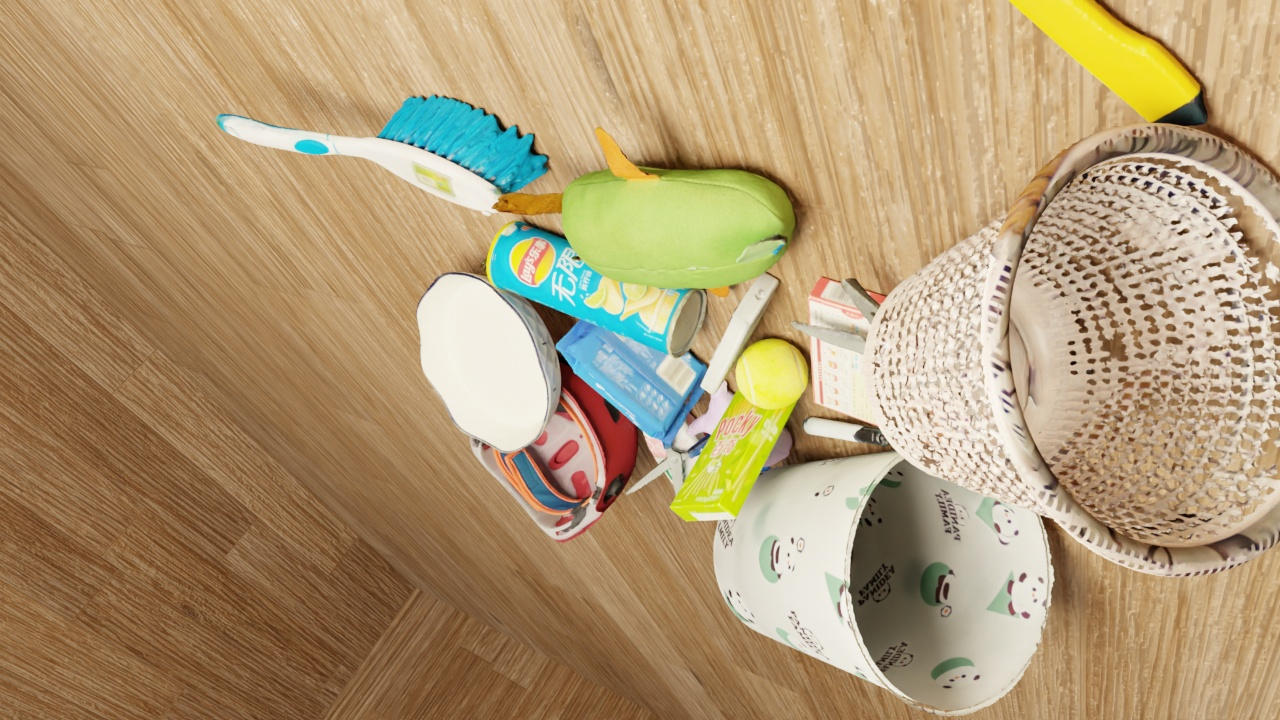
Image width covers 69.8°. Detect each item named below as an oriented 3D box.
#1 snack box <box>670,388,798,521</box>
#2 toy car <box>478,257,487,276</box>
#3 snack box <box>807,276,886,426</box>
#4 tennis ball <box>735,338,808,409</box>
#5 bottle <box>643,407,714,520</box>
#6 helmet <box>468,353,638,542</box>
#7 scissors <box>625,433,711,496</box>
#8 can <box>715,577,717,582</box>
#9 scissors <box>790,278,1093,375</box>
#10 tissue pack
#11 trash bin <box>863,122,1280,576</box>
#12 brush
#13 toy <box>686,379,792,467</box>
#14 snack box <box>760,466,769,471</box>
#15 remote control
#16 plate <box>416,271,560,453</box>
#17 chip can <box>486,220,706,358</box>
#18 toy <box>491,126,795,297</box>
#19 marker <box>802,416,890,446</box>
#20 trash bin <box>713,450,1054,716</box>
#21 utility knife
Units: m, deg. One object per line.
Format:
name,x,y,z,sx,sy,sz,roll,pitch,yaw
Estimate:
snack box,0.094,0.083,0.885,0.026,0.156,0.086,41,154,-17
toy car,-0.153,-0.098,1.004,0.042,0.035,0.091,41,155,-11
snack box,0.185,-0.002,0.782,0.077,0.027,0.156,21,151,25
tennis ball,0.120,0.012,0.839,0.065,0.065,0.066,27,153,15
bottle,0.050,0.104,1.078,0.068,0.068,0.197,5,138,45
helmet,-0.083,0.081,1.106,0.207,0.143,0.241,44,136,14
scissors,0.044,0.100,1.028,0.162,0.012,0.176,-17,116,14
can,0.142,0.196,1.030,0.058,0.146,0.058,27,153,15
scissors,0.228,0.004,0.714,0.226,0.015,0.189,10,148,20
tissue pack,-0.006,0.005,0.941,0.157,0.094,0.052,41,159,-14
trash bin,0.242,0.001,0.541,0.227,0.227,0.192,39,166,-10
brush,-0.243,-0.204,0.844,0.315,0.109,0.061,25,155,18
toy,0.109,0.076,0.978,0.108,0.038,0.084,31,123,-2
snack box,0.128,0.192,1.110,0.026,0.084,0.157,23,152,22
remote control,0.086,-0.022,0.827,0.021,0.058,0.150,32,153,8
plate,-0.163,-0.001,1.003,0.205,0.045,0.205,19,121,35
chip can,-0.044,-0.071,0.882,0.210,0.071,0.071,22,151,23
toy,0.014,-0.107,0.732,0.247,0.089,0.227,7,161,33
marker,0.191,0.066,0.867,0.022,0.018,0.131,14,176,-21
trash bin,0.210,0.194,0.880,0.229,0.229,0.252,42,158,-15
utility knife,0.203,-0.188,0.460,0.219,0.015,0.033,36,155,-9
